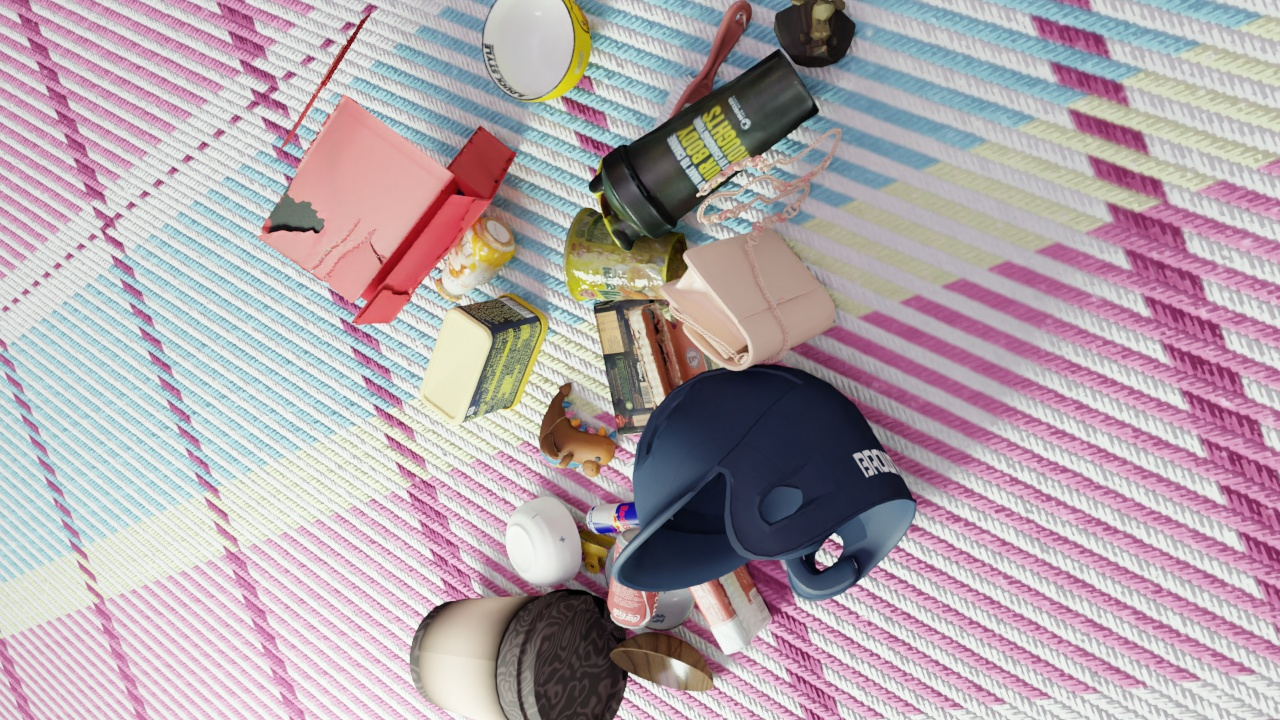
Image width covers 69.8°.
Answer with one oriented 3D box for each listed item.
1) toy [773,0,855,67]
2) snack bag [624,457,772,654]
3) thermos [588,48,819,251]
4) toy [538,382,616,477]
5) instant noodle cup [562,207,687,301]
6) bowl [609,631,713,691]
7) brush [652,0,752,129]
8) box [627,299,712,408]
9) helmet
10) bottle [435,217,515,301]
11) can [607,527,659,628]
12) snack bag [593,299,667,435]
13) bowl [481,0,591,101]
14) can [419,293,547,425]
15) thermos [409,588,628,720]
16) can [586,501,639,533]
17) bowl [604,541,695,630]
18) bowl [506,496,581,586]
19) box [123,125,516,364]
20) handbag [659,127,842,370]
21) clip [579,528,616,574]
[{"bbox_3d":[0.155,-0.314,0.822,0.076,0.063,0.100,2,81,-13],"label":"toy"},{"bbox_3d":[0.061,0.193,0.971,0.041,0.077,0.225,-33,83,32],"label":"snack bag"},{"bbox_3d":[0.055,-0.199,0.864,0.221,0.098,0.098,-33,83,17],"label":"thermos"},{"bbox_3d":[-0.069,0.079,1.050,0.090,0.070,0.103,8,82,16],"label":"toy"},{"bbox_3d":[-0.013,-0.103,0.948,0.108,0.102,0.102,10,105,20],"label":"instant noodle cup"},{"bbox_3d":[0.028,0.332,1.026,0.119,0.032,0.119,14,147,9],"label":"bowl"},{"bbox_3d":[0.055,-0.274,0.900,0.030,0.040,0.173,47,120,34],"label":"brush"},{"bbox_3d":[0.042,0.026,0.961,0.078,0.054,0.187,-17,94,-2],"label":"box"},{"bbox_3d":[0.087,0.122,0.849,0.272,0.232,0.223,-39,58,3],"label":"helmet"},{"bbox_3d":[-0.194,-0.115,1.063,0.109,0.063,0.063,-44,78,30],"label":"bottle"},{"bbox_3d":[-0.004,0.232,0.977,0.054,0.053,0.097,16,108,27],"label":"can"},{"bbox_3d":[-0.006,0.006,1.005,0.075,0.018,0.155,-7,97,29],"label":"snack bag"},{"bbox_3d":[-0.099,-0.329,0.958,0.117,0.067,0.117,7,104,29],"label":"bowl"},{"bbox_3d":[-0.182,-0.001,1.055,0.075,0.104,0.135,34,115,20],"label":"can"},{"bbox_3d":[-0.151,0.355,1.086,0.227,0.172,0.173,-8,96,38],"label":"thermos"},{"bbox_3d":[-0.016,0.177,1.039,0.095,0.032,0.032,-11,95,32],"label":"can"},{"bbox_3d":[0.021,0.239,1.024,0.114,0.045,0.114,7,104,29],"label":"bowl"},{"bbox_3d":[-0.121,0.216,1.079,0.105,0.054,0.105,18,113,49],"label":"bowl"},{"bbox_3d":[-0.282,-0.114,0.919,0.107,0.408,0.212,50,121,2],"label":"box"},{"bbox_3d":[0.123,-0.088,0.802,0.116,0.198,0.188,49,130,17],"label":"handbag"},{"bbox_3d":[-0.056,0.227,1.077,0.054,0.045,0.048,12,81,26],"label":"clip"}]
